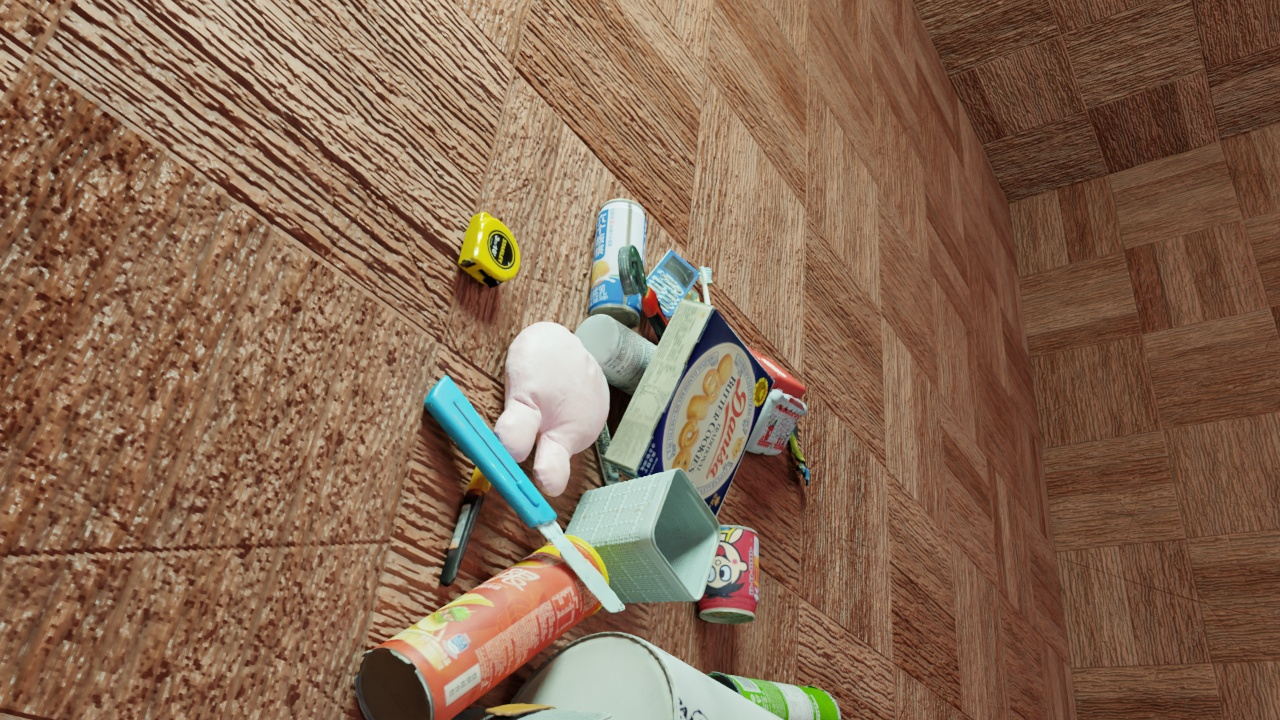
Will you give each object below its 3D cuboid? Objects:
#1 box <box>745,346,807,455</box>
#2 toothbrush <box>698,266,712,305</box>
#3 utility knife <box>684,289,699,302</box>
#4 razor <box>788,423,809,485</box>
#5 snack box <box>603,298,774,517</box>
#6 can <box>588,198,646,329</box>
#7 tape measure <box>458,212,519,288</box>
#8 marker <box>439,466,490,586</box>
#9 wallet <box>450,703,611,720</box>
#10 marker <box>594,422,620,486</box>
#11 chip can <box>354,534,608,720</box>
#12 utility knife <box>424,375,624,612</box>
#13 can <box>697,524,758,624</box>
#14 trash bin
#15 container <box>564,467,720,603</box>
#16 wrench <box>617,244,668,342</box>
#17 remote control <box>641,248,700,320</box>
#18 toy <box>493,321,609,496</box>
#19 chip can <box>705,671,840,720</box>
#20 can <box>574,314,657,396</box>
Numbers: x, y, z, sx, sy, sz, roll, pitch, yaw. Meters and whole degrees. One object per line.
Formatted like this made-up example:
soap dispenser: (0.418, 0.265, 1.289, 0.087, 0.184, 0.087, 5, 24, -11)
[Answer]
box: (0.148, 0.054, 1.150, 0.110, 0.100, 0.201, 40, 7, 20)
toothbrush: (0.091, -0.009, 1.125, 0.027, 0.027, 0.224, 1, 75, -35)
utility knife: (0.058, -0.016, 1.062, 0.031, 0.021, 0.201, 32, 43, -26)
razor: (0.215, 0.102, 1.277, 0.043, 0.022, 0.142, 65, 17, -71)
snack box: (0.057, 0.058, 0.942, 0.182, 0.046, 0.177, 42, 69, -51)
can: (-0.023, -0.100, 0.957, 0.053, 0.053, 0.134, 35, 49, -46)
tape measure: (-0.133, -0.094, 0.804, 0.057, 0.029, 0.059, 39, 46, -42)
marker: (-0.134, 0.121, 0.725, 0.015, 0.018, 0.123, 43, 45, -34)
wallet: (-0.097, 0.256, 0.620, 0.106, 0.130, 0.037, -4, 85, -58)
marker: (-0.035, 0.088, 0.896, 0.016, 0.017, 0.145, -11, 87, -58)
chip can: (-0.108, 0.200, 0.683, 0.216, 0.073, 0.073, -21, 96, -59)
utility knife: (-0.090, 0.109, 0.724, 0.234, 0.018, 0.034, 50, 34, 0)
can: (0.094, 0.232, 0.991, 0.066, 0.067, 0.093, 35, 49, -46)
trash bin: (0.027, 0.349, 0.705, 0.252, 0.230, 0.229, 44, 43, -32)
container: (-0.003, 0.162, 0.825, 0.090, 0.112, 0.089, 57, 37, -27)
wrench: (0.015, -0.046, 0.945, 0.273, 0.016, 0.056, 57, 29, -65)
remote control: (0.030, -0.085, 1.052, 0.049, 0.024, 0.124, 41, 37, -4)
toy: (-0.080, 0.040, 0.808, 0.121, 0.054, 0.159, 50, 37, -24)
chip can: (0.138, 0.382, 0.993, 0.236, 0.072, 0.072, 31, 52, -49)
can: (-0.006, 0.005, 0.936, 0.146, 0.058, 0.058, 31, 53, -49)
